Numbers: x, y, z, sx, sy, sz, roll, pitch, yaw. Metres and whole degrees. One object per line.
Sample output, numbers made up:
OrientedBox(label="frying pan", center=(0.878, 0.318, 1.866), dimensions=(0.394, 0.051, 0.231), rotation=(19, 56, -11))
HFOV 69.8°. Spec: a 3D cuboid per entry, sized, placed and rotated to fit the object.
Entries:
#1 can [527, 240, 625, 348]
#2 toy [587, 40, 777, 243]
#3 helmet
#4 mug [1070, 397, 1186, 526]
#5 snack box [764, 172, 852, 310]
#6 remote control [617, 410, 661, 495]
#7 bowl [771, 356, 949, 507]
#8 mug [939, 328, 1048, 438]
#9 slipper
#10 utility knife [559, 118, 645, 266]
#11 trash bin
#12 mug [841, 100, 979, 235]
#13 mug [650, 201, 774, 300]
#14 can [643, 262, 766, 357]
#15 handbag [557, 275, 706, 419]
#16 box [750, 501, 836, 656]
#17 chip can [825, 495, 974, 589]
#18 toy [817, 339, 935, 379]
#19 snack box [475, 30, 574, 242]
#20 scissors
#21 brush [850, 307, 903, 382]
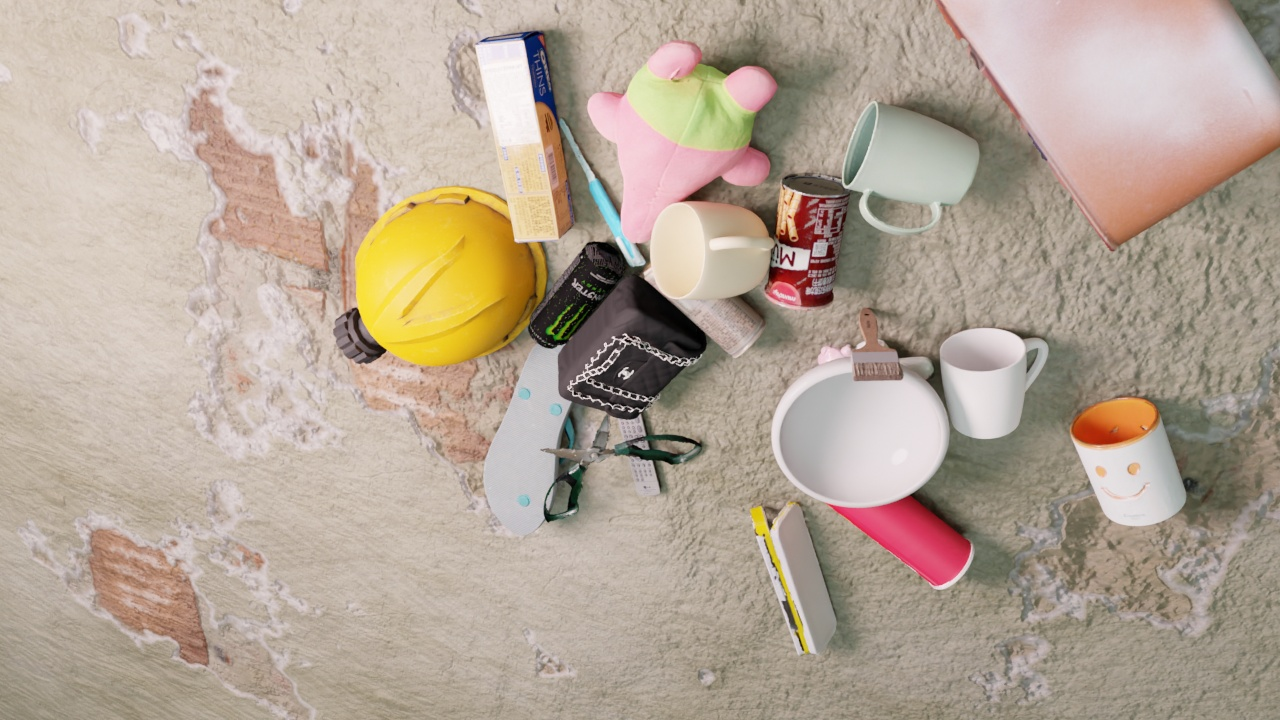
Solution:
OrientedBox(label="can", center=(-0.073, -0.072, 1.024), dimensions=(0.054, 0.053, 0.138), rotation=(39, 122, -6))
OrientedBox(label="toy", center=(0.034, -0.207, 0.901), dimensions=(0.192, 0.096, 0.237), rotation=(22, 137, -7))
OrientedBox(label="helmet", center=(-0.239, -0.071, 1.032), dimensions=(0.256, 0.131, 0.205), rotation=(-26, 108, 26))
OrientedBox(label="mug", center=(0.496, 0.102, 0.932), dimensions=(0.082, 0.082, 0.105), rotation=(-21, 112, 26))
OrientedBox(label="snack box", center=(0.166, -0.118, 0.915), dimensions=(0.072, 0.072, 0.121), rotation=(10, 120, 11))
OrientedBox(label="remote control", center=(-0.003, 0.108, 1.127), dimensions=(0.033, 0.013, 0.137), rotation=(-5, 117, 20))
OrientedBox(label="bowl", center=(0.226, 0.065, 0.956), dimensions=(0.177, 0.066, 0.177), rotation=(4, 120, 7))
OrientedBox(label="mug", center=(0.365, 0.019, 0.937), dimensions=(0.114, 0.081, 0.088), rotation=(-20, 121, -8))
OrientedBox(label="slipper", center=(-0.131, 0.090, 1.143), dimensions=(0.098, 0.054, 0.269), rotation=(19, 111, 9))
OrientedBox(label="utility knife", center=(-0.042, -0.178, 0.978), dimensions=(0.022, 0.015, 0.176), rotation=(-4, 120, 51))
OrientedBox(label="trash bin", center=(0.363, -0.244, 0.723), dimensions=(0.158, 0.181, 0.260), rotation=(-34, 103, 28))
OrientedBox(label="mug", center=(0.246, -0.171, 0.845), dimensions=(0.104, 0.084, 0.111), rotation=(15, 85, -4))
OrientedBox(label="mug", center=(0.083, -0.109, 0.904), dimensions=(0.120, 0.099, 0.096), rotation=(-3, 91, 58))
OrientedBox(label="can", center=(0.069, -0.066, 0.985), dimensions=(0.135, 0.054, 0.054), rotation=(41, 122, -8))
OrientedBox(label="handbag", center=(-0.006, 0.006, 1.009), dimensions=(0.125, 0.114, 0.154), rotation=(25, 124, -27))
OrientedBox(label="box", center=(0.187, 0.272, 1.133), dimensions=(0.070, 0.067, 0.210), rotation=(-10, 114, 23))
OrientedBox(label="chip can", center=(0.271, 0.168, 1.045), dimensions=(0.220, 0.069, 0.069), rotation=(38, 122, -5))
OrientedBox(label="toy", center=(0.251, 0.012, 0.983), dimensions=(0.123, 0.037, 0.079), rotation=(16, 129, 5))
OrientedBox(label="snack box", center=(-0.116, -0.229, 0.949), dimensions=(0.056, 0.057, 0.207), rotation=(1, 117, 18))
OrientedBox(label="scissors", center=(-0.031, 0.131, 1.099), dimensions=(0.203, 0.015, 0.202), rotation=(2, 136, -20))
OrientedBox(label="brush", center=(0.228, -0.018, 0.910), dimensions=(0.045, 0.142, 0.008), rotation=(-2, 119, 8))
